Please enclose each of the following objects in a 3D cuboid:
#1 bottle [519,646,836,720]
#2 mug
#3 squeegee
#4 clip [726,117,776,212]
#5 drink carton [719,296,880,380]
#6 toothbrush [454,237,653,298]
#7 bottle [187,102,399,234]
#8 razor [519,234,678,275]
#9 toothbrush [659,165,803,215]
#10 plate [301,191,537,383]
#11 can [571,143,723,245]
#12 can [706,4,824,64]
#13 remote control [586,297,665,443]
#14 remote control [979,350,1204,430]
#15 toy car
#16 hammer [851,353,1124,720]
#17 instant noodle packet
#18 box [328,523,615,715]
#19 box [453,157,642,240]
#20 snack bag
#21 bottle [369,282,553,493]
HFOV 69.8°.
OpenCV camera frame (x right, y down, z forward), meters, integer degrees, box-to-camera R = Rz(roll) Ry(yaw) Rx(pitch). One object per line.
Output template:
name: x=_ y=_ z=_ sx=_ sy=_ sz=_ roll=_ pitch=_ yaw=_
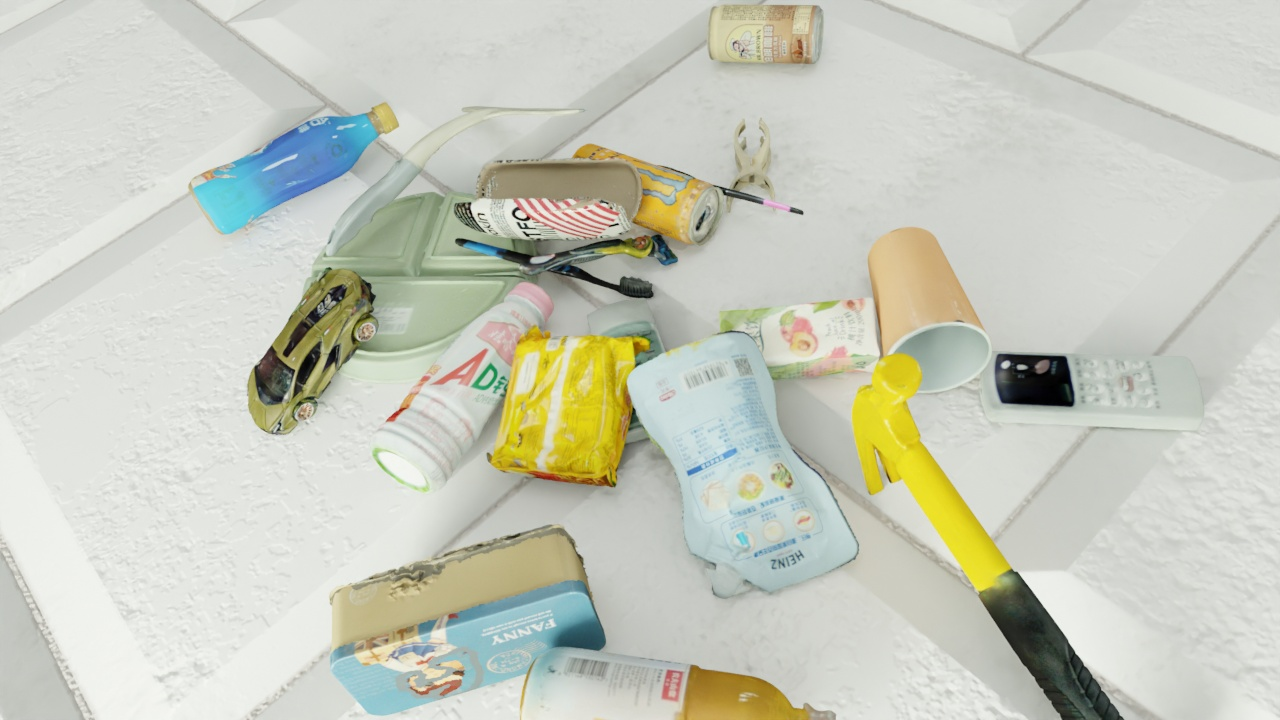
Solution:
bottle: x=0.022 y=0.221 z=0.562 sx=0.190 sy=0.068 sz=0.067 roll=4 pitch=54 yaw=13
mug: x=0.220 y=-0.044 z=0.722 sx=0.078 sy=0.078 sz=0.122 roll=-7 pitch=47 yaw=5
squeegee: x=-0.210 y=-0.188 z=0.878 sx=0.246 sy=0.039 sz=0.247 roll=-42 pitch=32 yaw=-16
clip: x=0.107 y=-0.184 z=0.872 sx=0.072 sy=0.035 sz=0.100 roll=1 pitch=59 yaw=10
drink carton: x=0.125 y=-0.014 z=0.732 sx=0.122 sy=0.045 sz=0.053 roll=-6 pitch=66 yaw=9
toothbrush: x=-0.078 y=-0.086 z=0.823 sx=0.189 sy=0.016 sz=0.014 roll=16 pitch=50 yaw=7
bottle: x=-0.356 y=-0.208 z=0.960 sx=0.218 sy=0.065 sz=0.065 roll=-31 pitch=54 yaw=-13
razor: x=-0.039 y=-0.095 z=0.815 sx=0.142 sy=0.022 sz=0.042 roll=-11 pitch=42 yaw=-19
toothbrush: x=0.073 y=-0.155 z=0.845 sx=0.189 sy=0.014 sz=0.018 roll=26 pitch=91 yaw=41
plate: x=-0.210 y=-0.078 z=0.858 sx=0.230 sy=0.027 sz=0.229 roll=-6 pitch=53 yaw=8
can: x=0.002 y=-0.155 z=0.854 sx=0.146 sy=0.058 sz=0.058 roll=24 pitch=61 yaw=26
can: x=0.132 y=-0.346 z=0.971 sx=0.116 sy=0.058 sz=0.058 roll=7 pitch=55 yaw=16
remote control: x=-0.005 y=0.004 z=0.760 sx=0.056 sy=0.019 sz=0.135 roll=-17 pitch=52 yaw=-1
remote control: x=0.332 y=0.021 z=0.681 sx=0.150 sy=0.021 sz=0.058 roll=2 pitch=54 yaw=11
toy car: x=-0.285 y=-0.008 z=0.788 sx=0.070 sy=0.042 sz=0.158 roll=33 pitch=89 yaw=29
hammer: x=0.222 y=0.139 z=0.571 sx=0.032 sy=0.129 sz=0.300 roll=-25 pitch=64 yaw=-10
instant noodle packet: x=-0.055 y=0.033 z=0.718 sx=0.111 sy=0.044 sz=0.128 roll=4 pitch=65 yaw=19
box: x=-0.108 y=0.171 z=0.612 sx=0.184 sy=0.090 sz=0.062 roll=-16 pitch=46 yaw=1
box: x=-0.082 y=-0.149 z=0.819 sx=0.162 sy=0.075 sz=0.086 roll=0 pitch=70 yaw=18
snack bag: x=0.069 y=0.074 z=0.666 sx=0.110 sy=0.039 sz=0.191 roll=-17 pitch=68 yaw=-12
bottle: x=-0.137 y=0.015 z=0.752 sx=0.068 sy=0.068 sz=0.196 roll=18 pitch=55 yaw=23
